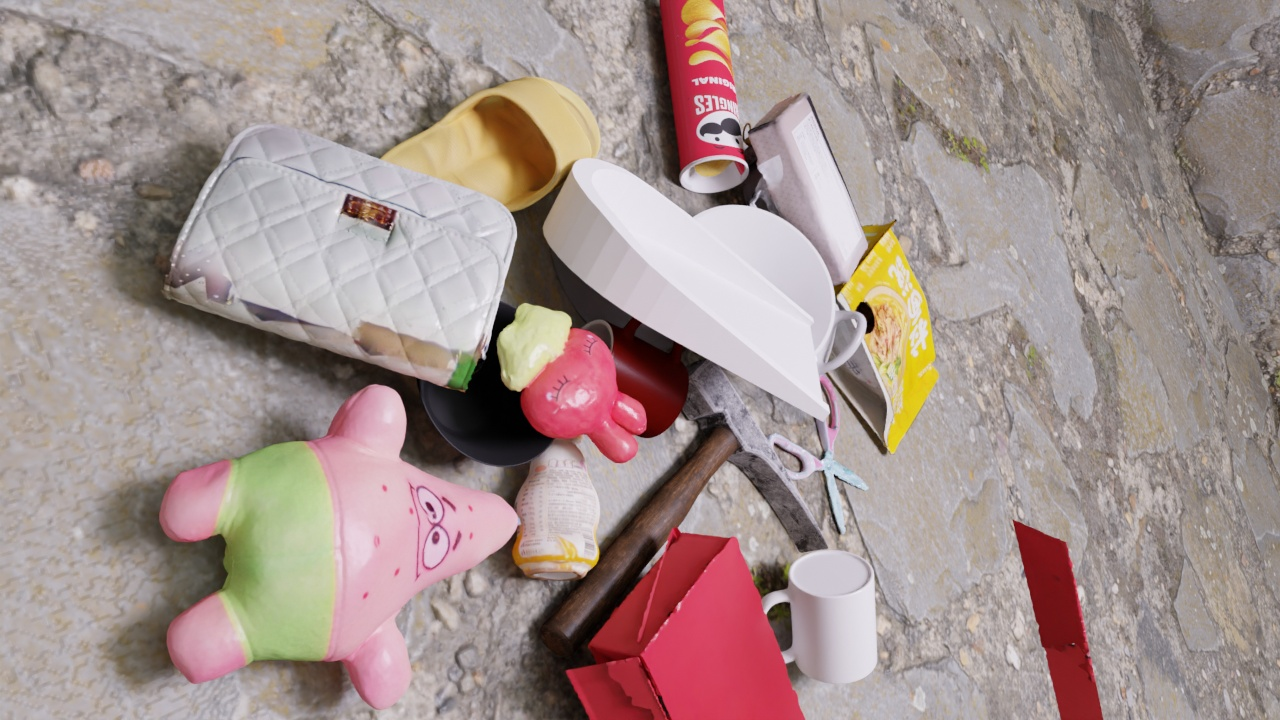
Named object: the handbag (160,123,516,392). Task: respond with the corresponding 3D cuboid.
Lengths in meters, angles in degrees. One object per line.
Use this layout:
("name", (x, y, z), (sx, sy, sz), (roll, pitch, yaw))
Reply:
("handbag", (-0.182, -0.069, 0.585), (0.195, 0.073, 0.138), (17, 59, -12))

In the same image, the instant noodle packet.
("instant noodle packet", (0.272, -0.026, 1.042), (0.162, 0.084, 0.221), (-48, 115, -41))

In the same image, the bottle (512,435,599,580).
("bottle", (-0.061, 0.105, 0.678), (0.063, 0.063, 0.108), (18, 63, -37))

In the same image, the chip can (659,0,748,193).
("chip can", (0.063, -0.288, 0.946), (0.069, 0.069, 0.220), (10, 67, -41))

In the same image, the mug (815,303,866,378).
("mug", (0.172, -0.016, 0.916), (0.071, 0.107, 0.089), (38, 59, -44))

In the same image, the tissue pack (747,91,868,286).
("tissue pack", (0.163, -0.168, 0.935), (0.103, 0.071, 0.181), (-50, 123, -45))

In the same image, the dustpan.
("dustpan", (0.048, -0.075, 0.753), (0.257, 0.053, 0.191), (28, 25, -7))

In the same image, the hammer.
("hammer", (0.037, 0.161, 0.770), (0.217, 0.037, 0.299), (56, 46, -11))

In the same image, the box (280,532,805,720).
("box", (-0.061, 0.289, 0.706), (0.148, 0.375, 0.213), (-89, 158, -67))

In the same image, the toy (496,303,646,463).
("toy", (-0.048, 0.018, 0.660), (0.135, 0.045, 0.091), (47, 50, -12))

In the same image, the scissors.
("scissors", (0.181, 0.096, 0.947), (0.175, 0.013, 0.170), (2, 75, -44))

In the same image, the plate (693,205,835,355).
("plate", (0.100, -0.063, 0.880), (0.174, 0.036, 0.173), (6, 68, -17))

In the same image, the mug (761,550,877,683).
("mug", (0.154, 0.231, 0.816), (0.110, 0.073, 0.090), (-11, 110, -9))

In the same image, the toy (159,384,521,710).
("toy", (-0.164, 0.112, 0.562), (0.236, 0.097, 0.192), (2, 82, -50))

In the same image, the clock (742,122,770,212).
("clock", (0.152, -0.195, 1.002), (0.148, 0.056, 0.103), (53, 47, -17))

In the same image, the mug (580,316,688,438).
("mug", (-0.004, 0.004, 0.744), (0.082, 0.106, 0.073), (27, 23, -33))

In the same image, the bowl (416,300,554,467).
("bowl", (-0.119, 0.021, 0.665), (0.124, 0.053, 0.124), (18, 62, -38))

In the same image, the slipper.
("slipper", (-0.110, -0.169, 0.733), (0.099, 0.079, 0.262), (55, 47, -10))

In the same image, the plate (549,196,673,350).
("plate", (-0.008, -0.093, 0.843), (0.178, 0.012, 0.178), (18, 62, -38))
